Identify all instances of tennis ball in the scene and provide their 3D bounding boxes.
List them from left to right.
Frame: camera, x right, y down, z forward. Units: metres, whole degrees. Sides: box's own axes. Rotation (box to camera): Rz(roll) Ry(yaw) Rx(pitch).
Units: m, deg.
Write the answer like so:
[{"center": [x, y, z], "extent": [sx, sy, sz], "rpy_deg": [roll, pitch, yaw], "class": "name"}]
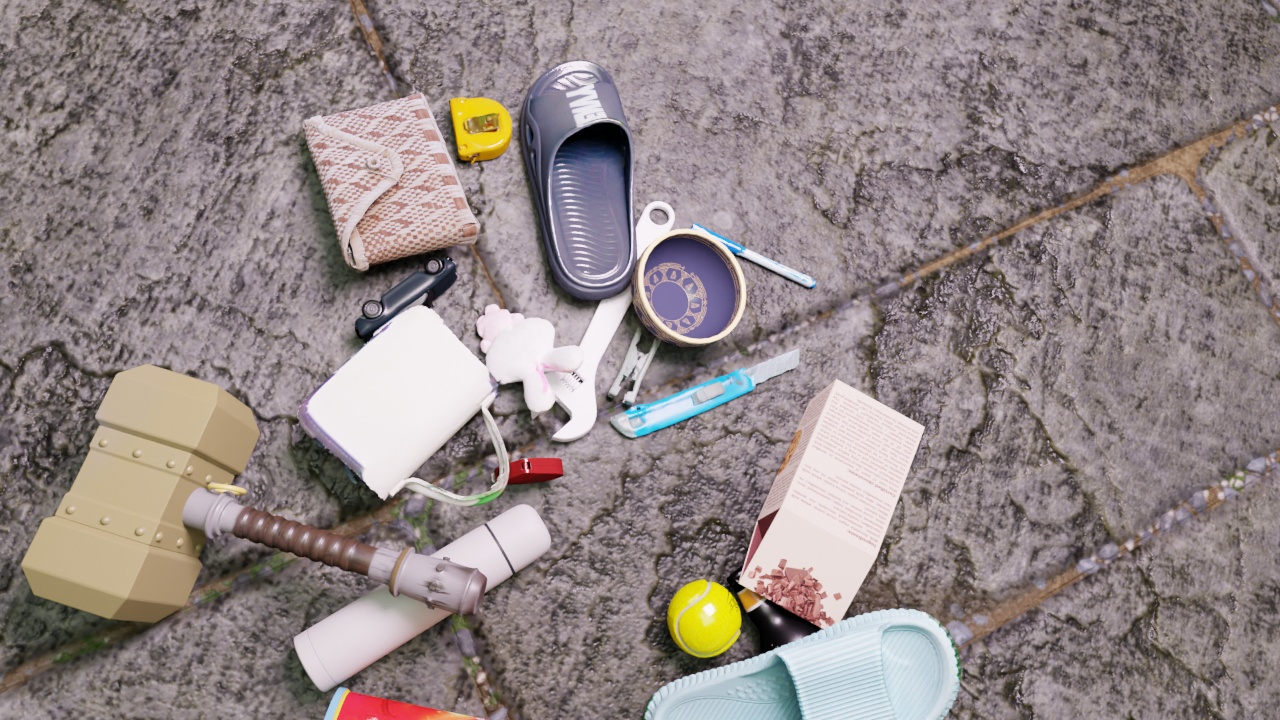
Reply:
[{"center": [0.056, 0.228, 0.811], "extent": [0.065, 0.065, 0.065], "rpy_deg": [3, 74, -9], "class": "tennis ball"}]

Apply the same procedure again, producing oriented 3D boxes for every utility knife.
[{"center": [0.069, 0.030, 0.897], "extent": [0.206, 0.015, 0.031], "rpy_deg": [-22, 84, -16], "class": "utility knife"}]

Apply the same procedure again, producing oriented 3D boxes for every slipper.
[{"center": [-0.058, -0.193, 0.899], "extent": [0.110, 0.083, 0.267], "rpy_deg": [-5, 71, -9], "class": "slipper"}, {"center": [0.129, 0.288, 0.756], "extent": [0.276, 0.069, 0.116], "rpy_deg": [-19, 89, 12], "class": "slipper"}]

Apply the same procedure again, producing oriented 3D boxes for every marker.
[{"center": [0.116, -0.107, 0.944], "extent": [0.142, 0.013, 0.013], "rpy_deg": [24, 72, -3], "class": "marker"}]

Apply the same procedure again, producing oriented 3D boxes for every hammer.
[{"center": [-0.283, 0.143, 0.740], "extent": [0.325, 0.101, 0.190], "rpy_deg": [16, 72, 3], "class": "hammer"}]

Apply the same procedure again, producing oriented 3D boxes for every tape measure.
[{"center": [-0.159, -0.233, 0.925], "extent": [0.059, 0.030, 0.068], "rpy_deg": [-10, 77, -10], "class": "tape measure"}, {"center": [-0.100, 0.099, 0.833], "extent": [0.051, 0.059, 0.019], "rpy_deg": [5, 71, -39], "class": "tape measure"}]

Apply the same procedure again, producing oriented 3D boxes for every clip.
[{"center": [-0.005, 0.006, 0.887], "extent": [0.043, 0.023, 0.075], "rpy_deg": [24, 74, -4], "class": "clip"}]

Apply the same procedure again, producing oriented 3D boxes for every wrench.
[{"center": [-0.030, -0.045, 0.901], "extent": [0.066, 0.018, 0.272], "rpy_deg": [26, 71, -2], "class": "wrench"}]

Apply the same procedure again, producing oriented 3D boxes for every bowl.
[{"center": [0.038, -0.064, 0.889], "extent": [0.112, 0.061, 0.112], "rpy_deg": [6, 76, -22], "class": "bowl"}]

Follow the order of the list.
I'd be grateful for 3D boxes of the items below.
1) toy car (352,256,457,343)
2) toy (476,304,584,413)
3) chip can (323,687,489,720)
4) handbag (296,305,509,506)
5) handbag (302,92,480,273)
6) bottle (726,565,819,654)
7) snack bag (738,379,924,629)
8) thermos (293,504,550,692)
[{"center": [-0.216, -0.055, 0.857], "extent": [0.112, 0.046, 0.034], "rpy_deg": [-39, 82, -16], "class": "toy car"}, {"center": [-0.109, -0.007, 0.857], "extent": [0.125, 0.037, 0.076], "rpy_deg": [36, 82, 31], "class": "toy"}, {"center": [-0.148, 0.327, 0.740], "extent": [0.213, 0.087, 0.087], "rpy_deg": [13, 73, -5], "class": "chip can"}, {"center": [-0.190, 0.061, 0.813], "extent": [0.176, 0.074, 0.151], "rpy_deg": [42, 72, 4], "class": "handbag"}, {"center": [-0.238, -0.174, 0.866], "extent": [0.124, 0.047, 0.185], "rpy_deg": [-17, 63, -17], "class": "handbag"}, {"center": [0.140, 0.263, 0.819], "extent": [0.059, 0.059, 0.181], "rpy_deg": [-35, 82, -17], "class": "bottle"}, {"center": [0.172, 0.135, 0.846], "extent": [0.094, 0.070, 0.206], "rpy_deg": [28, 67, -1], "class": "snack bag"}, {"center": [-0.181, 0.198, 0.787], "extent": [0.223, 0.052, 0.052], "rpy_deg": [-30, 81, -16], "class": "thermos"}]
